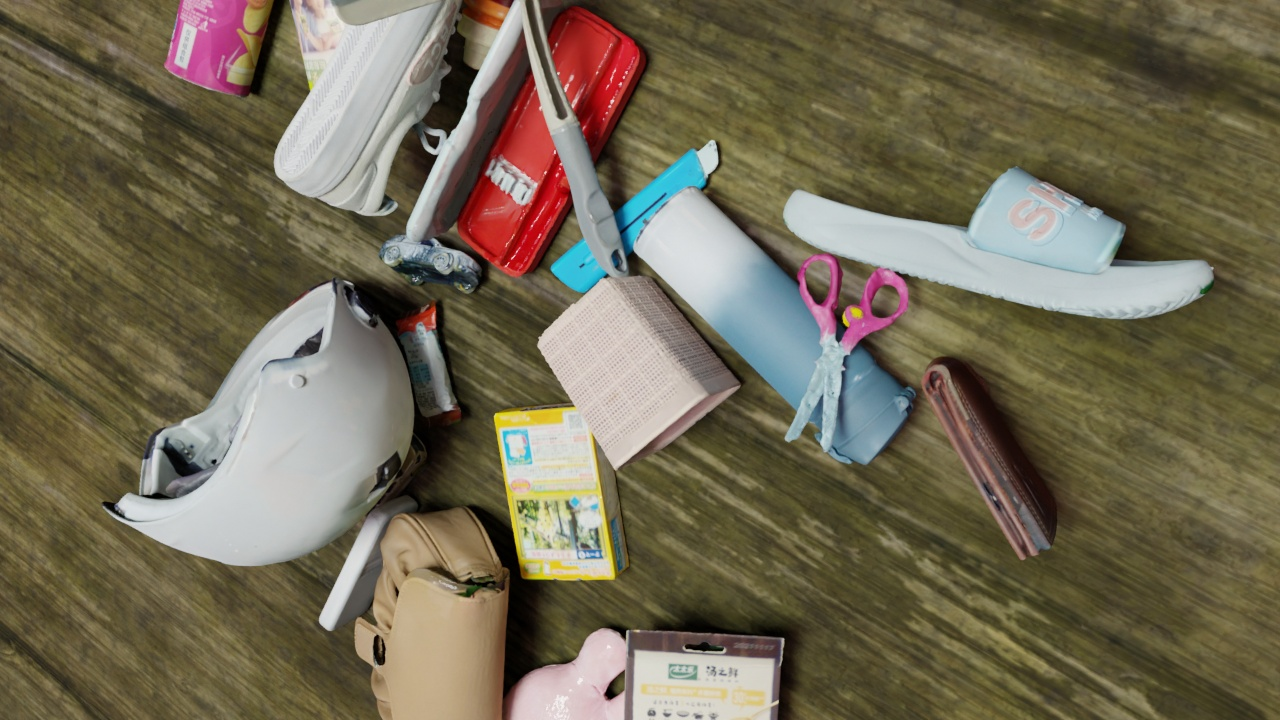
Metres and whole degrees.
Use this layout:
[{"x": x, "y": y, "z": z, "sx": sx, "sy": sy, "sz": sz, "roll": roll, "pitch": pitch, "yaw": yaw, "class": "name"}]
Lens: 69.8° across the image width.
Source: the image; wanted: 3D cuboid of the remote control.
[{"x": -0.240, "y": 0.178, "z": 0.809, "sx": 0.020, "sy": 0.055, "sz": 0.136, "roll": 35, "pitch": 111, "yaw": 16, "class": "remote control"}]

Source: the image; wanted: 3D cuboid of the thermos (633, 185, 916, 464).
[{"x": 0.090, "y": -0.023, "z": 0.627, "sx": 0.220, "sy": 0.070, "sz": 0.070, "roll": 46, "pitch": 113, "yaw": 11, "class": "thermos"}]

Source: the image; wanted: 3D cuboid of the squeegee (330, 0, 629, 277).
[{"x": -0.050, "y": -0.165, "z": 0.621, "sx": 0.039, "sy": 0.246, "sz": 0.247, "roll": 31, "pitch": 146, "yaw": 50, "class": "squeegee"}]

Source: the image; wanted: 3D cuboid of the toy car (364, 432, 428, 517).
[{"x": -0.222, "y": 0.099, "z": 0.800, "sx": 0.042, "sy": 0.035, "sz": 0.091, "roll": 46, "pitch": 111, "yaw": 9, "class": "toy car"}]

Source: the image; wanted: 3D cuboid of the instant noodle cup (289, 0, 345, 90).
[{"x": -0.219, "y": -0.260, "z": 0.708, "sx": 0.112, "sy": 0.111, "sz": 0.123, "roll": 6, "pitch": 109, "yaw": 23, "class": "instant noodle cup"}]

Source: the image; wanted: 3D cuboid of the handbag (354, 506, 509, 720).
[{"x": -0.168, "y": 0.228, "z": 0.744, "sx": 0.148, "sy": 0.099, "sz": 0.204, "roll": 17, "pitch": 106, "yaw": 53, "class": "handbag"}]

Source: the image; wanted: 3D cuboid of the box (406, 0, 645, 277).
[{"x": -0.091, "y": -0.161, "z": 0.665, "sx": 0.095, "sy": 0.101, "sz": 0.202, "roll": 37, "pitch": 111, "yaw": 15, "class": "box"}]

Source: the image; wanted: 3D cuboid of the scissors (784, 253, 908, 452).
[{"x": 0.114, "y": -0.009, "z": 0.582, "sx": 0.083, "sy": 0.017, "sz": 0.137, "roll": 30, "pitch": 77, "yaw": 5, "class": "scissors"}]

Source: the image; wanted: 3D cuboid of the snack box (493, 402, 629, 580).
[{"x": -0.063, "y": 0.104, "z": 0.733, "sx": 0.087, "sy": 0.033, "sz": 0.140, "roll": -7, "pitch": 94, "yaw": 24, "class": "snack box"}]

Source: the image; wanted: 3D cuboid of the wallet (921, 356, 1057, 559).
[{"x": 0.213, "y": 0.053, "z": 0.565, "sx": 0.032, "sy": 0.101, "sz": 0.124, "roll": -33, "pitch": 84, "yaw": 22, "class": "wallet"}]

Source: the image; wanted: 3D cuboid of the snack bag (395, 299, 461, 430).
[{"x": -0.177, "y": 0.005, "z": 0.769, "sx": 0.048, "sy": 0.026, "sz": 0.104, "roll": -15, "pitch": 93, "yaw": 31, "class": "snack bag"}]

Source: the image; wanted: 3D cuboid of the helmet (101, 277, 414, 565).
[{"x": -0.266, "y": 0.057, "z": 0.724, "sx": 0.229, "sy": 0.258, "sz": 0.146, "roll": -38, "pitch": 113, "yaw": 11, "class": "helmet"}]

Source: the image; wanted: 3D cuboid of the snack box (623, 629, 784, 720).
[{"x": 0.045, "y": 0.249, "z": 0.679, "sx": 0.113, "sy": 0.053, "sz": 0.126, "roll": 3, "pitch": 98, "yaw": 2, "class": "snack box"}]

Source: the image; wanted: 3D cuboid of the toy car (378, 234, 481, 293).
[{"x": -0.169, "y": -0.080, "z": 0.746, "sx": 0.091, "sy": 0.043, "sz": 0.034, "roll": 11, "pitch": 69, "yaw": 26, "class": "toy car"}]

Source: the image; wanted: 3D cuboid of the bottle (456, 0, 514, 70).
[{"x": -0.100, "y": -0.287, "z": 0.674, "sx": 0.067, "sy": 0.066, "sz": 0.150, "roll": 33, "pitch": 117, "yaw": 16, "class": "bottle"}]

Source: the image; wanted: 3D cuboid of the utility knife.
[{"x": -0.002, "y": -0.105, "z": 0.680, "sx": 0.160, "sy": 0.018, "sz": 0.034, "roll": -38, "pitch": 82, "yaw": 23, "class": "utility knife"}]

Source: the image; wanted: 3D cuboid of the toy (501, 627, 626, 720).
[{"x": -0.046, "y": 0.294, "z": 0.744, "sx": 0.160, "sy": 0.054, "sz": 0.121, "roll": -46, "pitch": 80, "yaw": 14, "class": "toy"}]

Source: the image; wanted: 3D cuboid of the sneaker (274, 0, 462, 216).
[{"x": -0.162, "y": -0.214, "z": 0.649, "sx": 0.089, "sy": 0.090, "sz": 0.242, "roll": 27, "pitch": 91, "yaw": 40, "class": "sneaker"}]

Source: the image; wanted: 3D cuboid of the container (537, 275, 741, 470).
[{"x": -0.004, "y": 0.004, "z": 0.660, "sx": 0.090, "sy": 0.089, "sz": 0.111, "roll": -41, "pitch": 79, "yaw": 23, "class": "container"}]

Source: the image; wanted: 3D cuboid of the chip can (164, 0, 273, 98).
[{"x": -0.333, "y": -0.332, "z": 0.761, "sx": 0.071, "sy": 0.071, "sz": 0.211, "roll": 31, "pitch": 110, "yaw": 17, "class": "chip can"}]

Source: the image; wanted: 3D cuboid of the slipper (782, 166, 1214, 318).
[{"x": 0.206, "y": -0.080, "z": 0.550, "sx": 0.246, "sy": 0.103, "sz": 0.074, "roll": 17, "pitch": 103, "yaw": 27, "class": "slipper"}]
